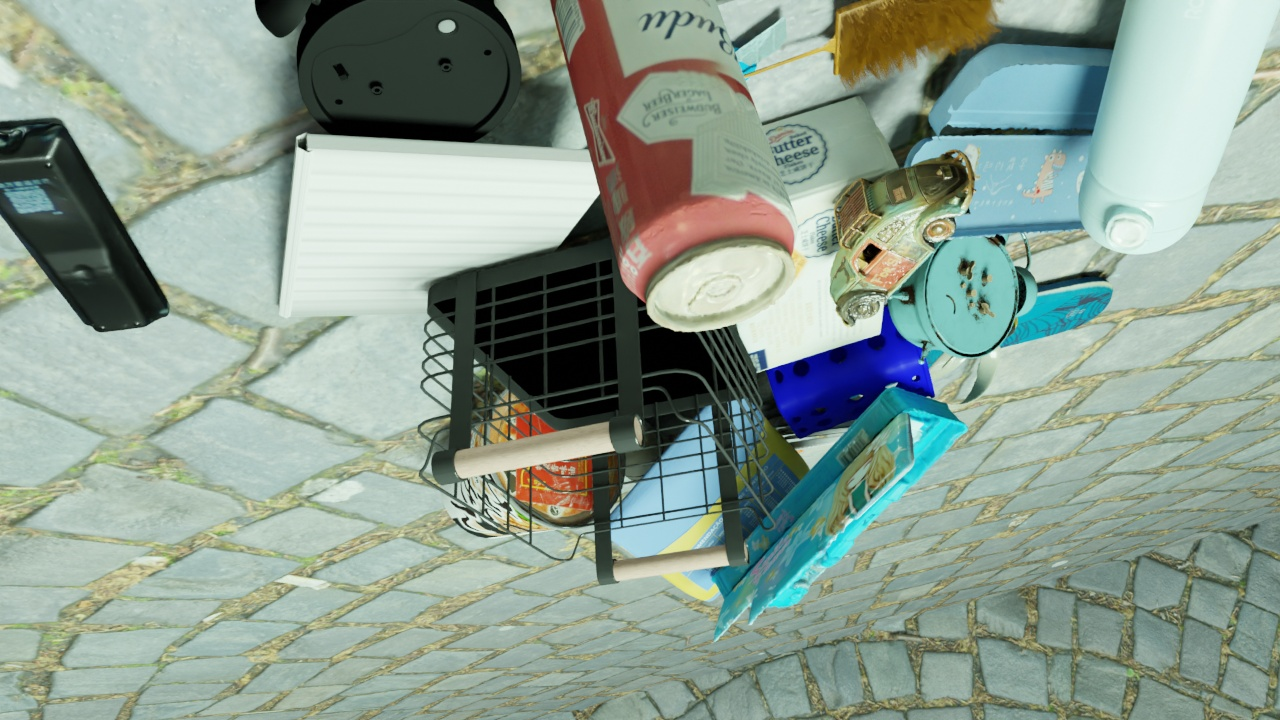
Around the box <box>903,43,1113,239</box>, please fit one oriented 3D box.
[{"bbox_3d":[0.251,-0.131,0.555,0.208,0.034,0.128,-6,139,-25],"label":"box"}]

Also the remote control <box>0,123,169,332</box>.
[{"bbox_3d":[-0.281,-0.057,0.455,0.047,0.022,0.151,-8,153,-12],"label":"remote control"}]

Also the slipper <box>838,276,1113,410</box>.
[{"bbox_3d":[0.275,-0.003,0.807,0.295,0.060,0.118,-16,150,3],"label":"slipper"}]

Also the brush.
[{"bbox_3d":[0.118,-0.159,0.457,0.126,0.017,0.048,-19,153,0],"label":"brush"}]

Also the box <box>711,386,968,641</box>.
[{"bbox_3d":[0.136,0.120,0.702,0.228,0.071,0.181,-53,158,24],"label":"box"}]

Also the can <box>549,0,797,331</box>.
[{"bbox_3d":[0.010,-0.097,0.361,0.067,0.170,0.067,-11,154,-6],"label":"can"}]

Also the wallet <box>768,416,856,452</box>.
[{"bbox_3d":[0.184,0.065,0.878,0.118,0.037,0.115,-4,172,-20],"label":"wallet"}]

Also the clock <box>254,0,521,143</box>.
[{"bbox_3d":[-0.099,-0.137,0.372,0.091,0.042,0.121,-17,153,5],"label":"clock"}]

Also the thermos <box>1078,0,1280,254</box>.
[{"bbox_3d":[0.276,-0.144,0.472,0.065,0.077,0.207,16,147,24],"label":"thermos"}]

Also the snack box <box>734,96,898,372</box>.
[{"bbox_3d":[0.100,-0.069,0.589,0.104,0.057,0.208,-18,154,4],"label":"snack box"}]

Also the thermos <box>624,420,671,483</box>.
[{"bbox_3d":[0.021,0.105,0.889,0.052,0.052,0.224,-22,153,13],"label":"thermos"}]

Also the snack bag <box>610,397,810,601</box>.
[{"bbox_3d":[0.050,0.105,0.767,0.159,0.102,0.205,-49,152,-3],"label":"snack bag"}]

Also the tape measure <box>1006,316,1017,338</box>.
[{"bbox_3d":[0.264,-0.042,0.719,0.067,0.062,0.038,5,147,-32],"label":"tape measure"}]

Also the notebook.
[{"bbox_3d":[-0.114,-0.062,0.492,0.142,0.009,0.210,-3,165,-24],"label":"notebook"}]

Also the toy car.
[{"bbox_3d":[0.126,-0.069,0.488,0.047,0.047,0.112,20,135,-16],"label":"toy car"}]

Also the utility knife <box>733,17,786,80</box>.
[{"bbox_3d":[0.006,-0.123,0.484,0.175,0.015,0.031,-32,153,28],"label":"utility knife"}]

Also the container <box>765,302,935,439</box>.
[{"bbox_3d":[0.160,0.000,0.724,0.114,0.084,0.085,-20,152,13],"label":"container"}]

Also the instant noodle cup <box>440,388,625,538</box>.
[{"bbox_3d":[-0.097,0.089,0.741,0.123,0.123,0.122,7,156,-36],"label":"instant noodle cup"}]

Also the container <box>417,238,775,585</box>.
[{"bbox_3d":[-0.018,0.042,0.568,0.163,0.130,0.241,-12,151,15],"label":"container"}]

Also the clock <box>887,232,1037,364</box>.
[{"bbox_3d":[0.228,-0.055,0.643,0.124,0.090,0.053,-36,-162,-21],"label":"clock"}]
